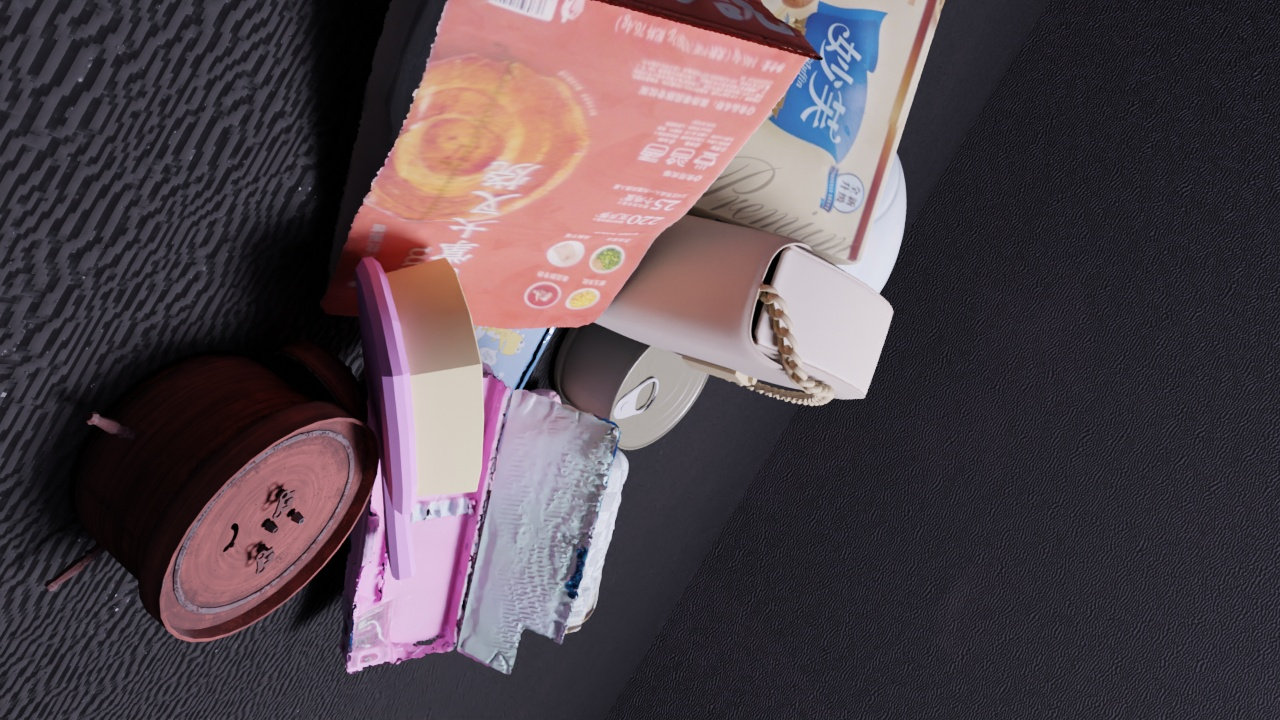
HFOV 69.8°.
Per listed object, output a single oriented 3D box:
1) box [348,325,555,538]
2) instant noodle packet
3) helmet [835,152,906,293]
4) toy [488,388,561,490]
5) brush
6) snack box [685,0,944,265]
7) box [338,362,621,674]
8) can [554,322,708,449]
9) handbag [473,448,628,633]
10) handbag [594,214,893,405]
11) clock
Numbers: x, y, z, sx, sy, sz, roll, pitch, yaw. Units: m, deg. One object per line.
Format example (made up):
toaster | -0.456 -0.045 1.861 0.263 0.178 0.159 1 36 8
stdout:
box | -0.119 0.042 0.640 0.210 0.049 0.120 -60 163 9
instant noodle packet | -0.047 -0.088 0.434 0.164 0.084 0.222 1 139 -33
helmet | 0.155 -0.119 0.835 0.263 0.163 0.237 -78 -179 -46
toy | -0.098 0.061 0.729 0.102 0.050 0.093 -51 175 -11
brush | -0.116 0.046 0.483 0.043 0.089 0.229 -10 141 -20
snack box | 0.096 -0.182 0.588 0.055 0.153 0.207 -152 -101 -74
box | -0.112 0.111 0.608 0.066 0.158 0.231 -101 -156 -62
can | -0.005 0.005 0.798 0.127 0.073 0.128 -35 145 -29
handbag | -0.087 0.137 0.811 0.123 0.112 0.172 6 107 -35
handbag | 0.056 -0.044 0.611 0.208 0.211 0.103 23 86 -59
clock | -0.182 0.055 0.430 0.157 0.072 0.121 -22 141 -63
